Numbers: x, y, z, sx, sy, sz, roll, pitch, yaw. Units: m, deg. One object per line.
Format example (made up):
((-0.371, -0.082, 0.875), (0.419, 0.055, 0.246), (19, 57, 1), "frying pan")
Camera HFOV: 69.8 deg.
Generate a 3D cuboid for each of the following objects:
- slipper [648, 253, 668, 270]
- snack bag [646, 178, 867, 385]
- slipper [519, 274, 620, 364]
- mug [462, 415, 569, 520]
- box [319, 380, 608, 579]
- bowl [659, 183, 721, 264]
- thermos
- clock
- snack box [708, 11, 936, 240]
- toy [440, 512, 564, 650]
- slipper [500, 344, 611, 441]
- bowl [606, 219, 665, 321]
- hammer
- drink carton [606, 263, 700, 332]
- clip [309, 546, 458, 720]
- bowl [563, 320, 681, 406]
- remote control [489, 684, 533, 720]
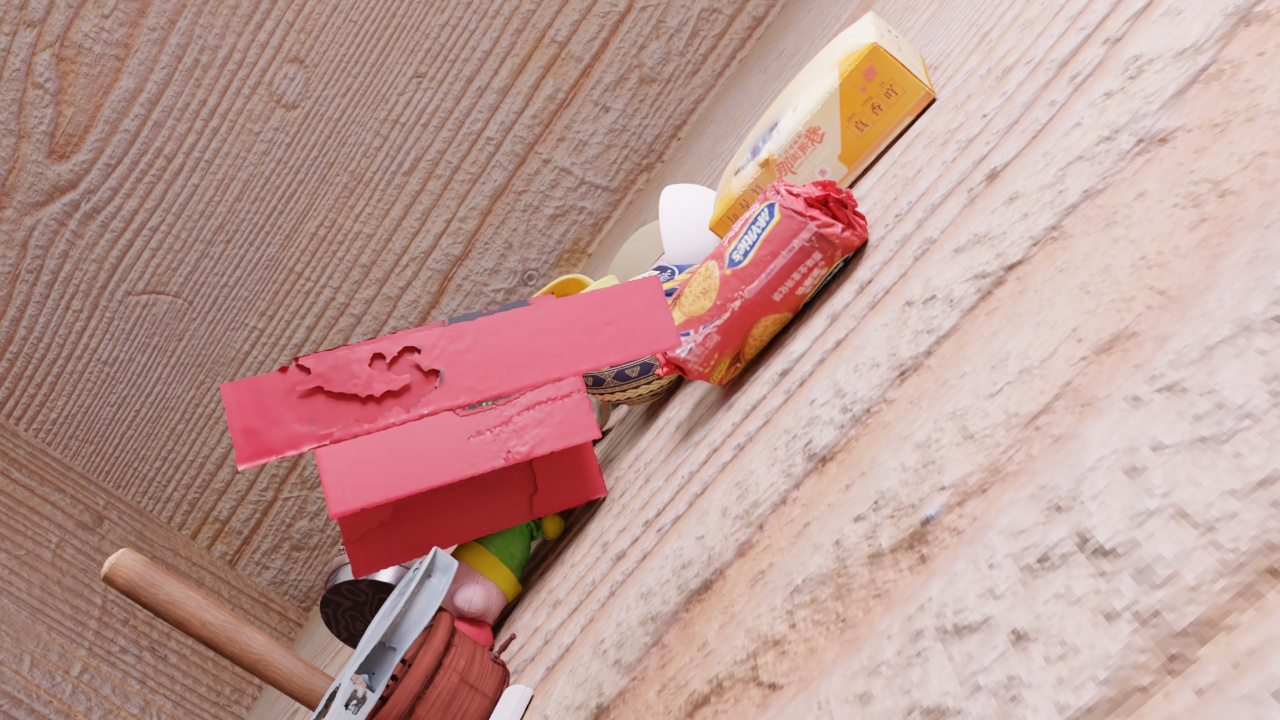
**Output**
((0.028, -0.071, 0.948), (0.094, 0.064, 0.238), (-45, 11, 38), "slipper")
((0.077, -0.056, 0.629), (0.177, 0.082, 0.082), (-48, 11, 24), "snack bag")
((-0.084, -0.048, 1.003), (0.099, 0.078, 0.264), (-38, 0, -18), "slipper")
((-0.117, 0.104, 0.914), (0.122, 0.094, 0.085), (-49, 11, 21), "mug")
((-0.109, 0.213, 0.765), (0.216, 0.351, 0.198), (-17, -2, -14), "box")
((0.063, -0.111, 0.849), (0.051, 0.115, 0.114), (-12, 28, 21), "bowl")
((-0.257, 0.205, 1.039), (0.173, 0.172, 0.225), (-47, 18, 31), "thermos")
((-0.159, 0.252, 0.662), (0.158, 0.072, 0.120), (-44, 13, 38), "clock")
((0.143, -0.189, 0.770), (0.196, 0.080, 0.144), (-47, 11, 30), "snack box")
((-0.128, 0.186, 0.793), (0.124, 0.097, 0.131), (138, 148, -72), "toy")
((-0.105, 0.067, 0.990), (0.052, 0.115, 0.264), (-31, -6, -30), "slipper")
((0.007, -0.108, 1.059), (0.152, 0.050, 0.152), (-48, -12, -14), "bowl")
((-0.351, 0.264, 0.835), (0.037, 0.301, 0.158), (-58, 11, -26), "hammer")
((0.033, -0.051, 0.756), (0.064, 0.040, 0.130), (-28, 17, -27), "drink carton")
((-0.191, 0.212, 0.657), (0.113, 0.028, 0.162), (-42, 13, 45), "clip")
((-0.005, 0.005, 0.805), (0.112, 0.061, 0.112), (-18, 17, 5), "bowl")
((-0.104, 0.259, 0.559), (0.033, 0.012, 0.130), (-41, 15, 51), "remote control")
